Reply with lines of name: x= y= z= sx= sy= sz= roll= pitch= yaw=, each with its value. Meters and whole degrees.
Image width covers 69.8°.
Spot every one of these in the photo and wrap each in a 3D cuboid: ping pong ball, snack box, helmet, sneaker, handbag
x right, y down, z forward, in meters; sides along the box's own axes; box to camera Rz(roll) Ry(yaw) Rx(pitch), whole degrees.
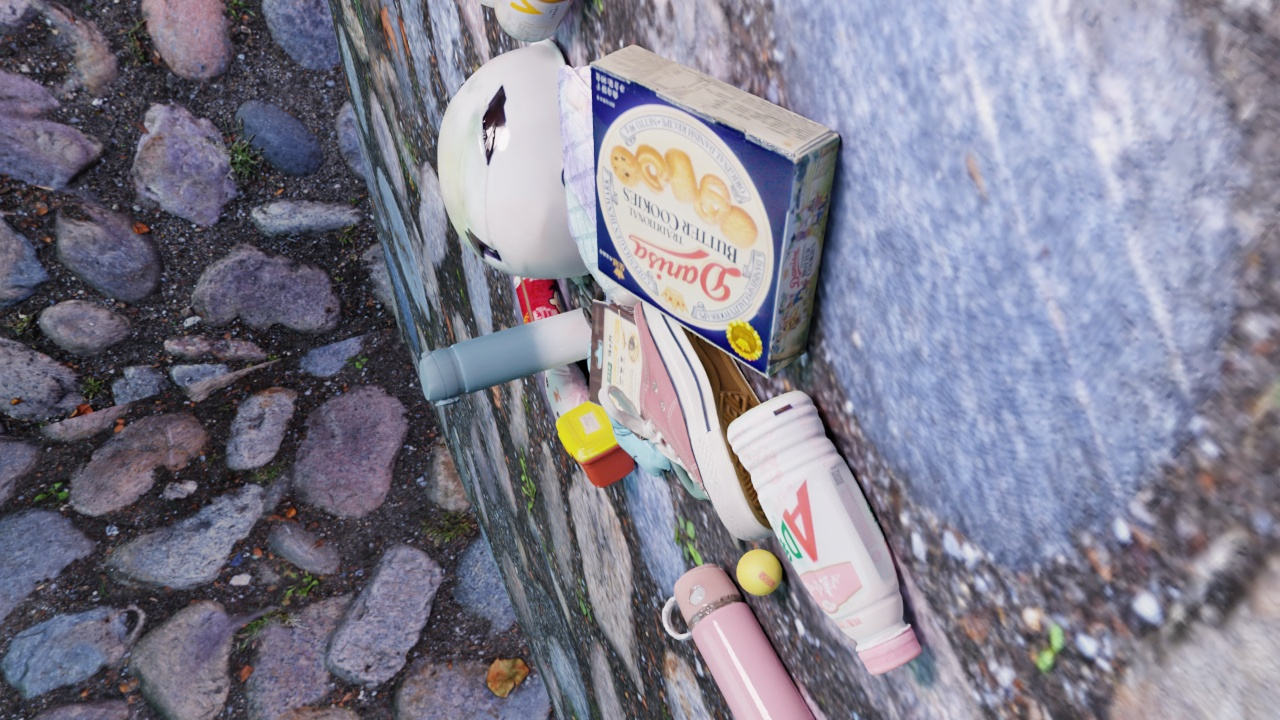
ping pong ball: x=0.106 y=0.189 z=0.819 sx=0.040 sy=0.040 sz=0.040 roll=162 pitch=90 yaw=-72
snack box: x=-0.005 y=0.005 z=0.911 sx=0.126 sy=0.053 sz=0.113 roll=-143 pitch=54 yaw=-63
helmet: x=-0.145 y=-0.206 z=1.001 sx=0.229 sy=0.145 sz=0.259 roll=-131 pitch=29 yaw=-49
snack box: x=-0.051 y=0.104 z=1.140 sx=0.091 sy=0.082 sz=0.080 roll=51 pitch=166 yaw=49
sneaker: x=0.041 y=0.048 z=0.753 sx=0.088 sy=0.118 sz=0.240 roll=-41 pitch=55 yaw=28
handbag: x=-0.014 y=-0.156 z=0.791 sx=0.194 sy=0.075 sz=0.134 roll=91 pitch=154 yaw=-47
snack box: x=0.043 y=-0.103 z=0.642 sx=0.178 sy=0.045 sz=0.183 roll=34 pitch=142 yaw=32

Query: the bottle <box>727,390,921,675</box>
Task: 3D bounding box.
bottle: x=0.132 y=0.120 z=0.646 sx=0.197 sy=0.068 sz=0.068 roll=64 pitch=160 yaw=15

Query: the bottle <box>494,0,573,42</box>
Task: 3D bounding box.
bottle: x=-0.084 y=-0.349 z=0.817 sx=0.190 sy=0.068 sz=0.068 roll=165 pitch=87 yaw=-71

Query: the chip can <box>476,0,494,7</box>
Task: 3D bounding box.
chip can: x=-0.129 y=-0.438 z=0.859 sx=0.215 sy=0.071 sz=0.071 roll=113 pitch=136 yaw=-62

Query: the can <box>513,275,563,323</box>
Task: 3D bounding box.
can: x=-0.130 y=-0.067 z=1.214 sx=0.053 sy=0.053 sz=0.132 roll=110 pitch=146 yaw=-62

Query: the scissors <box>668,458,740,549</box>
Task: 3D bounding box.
scissors: x=0.059 y=0.109 z=0.915 sx=0.175 sy=0.019 sz=0.176 roll=70 pitch=161 yaw=2

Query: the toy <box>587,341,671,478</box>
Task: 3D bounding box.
toy: x=-0.013 y=0.049 z=1.019 sx=0.161 sy=0.049 sz=0.157 roll=48 pitch=150 yaw=33

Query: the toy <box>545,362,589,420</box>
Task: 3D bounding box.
toy: x=-0.100 y=0.055 z=1.268 sx=0.160 sy=0.054 sz=0.121 roll=127 pitch=124 yaw=-74

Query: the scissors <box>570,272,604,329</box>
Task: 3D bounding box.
scissors: x=-0.077 y=-0.106 z=1.119 sx=0.151 sy=0.014 sz=0.170 roll=128 pitch=126 yaw=-67

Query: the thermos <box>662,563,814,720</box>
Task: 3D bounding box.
thermos: x=0.092 y=0.300 z=0.899 sx=0.067 sy=0.087 sz=0.198 roll=35 pitch=-162 yaw=-54

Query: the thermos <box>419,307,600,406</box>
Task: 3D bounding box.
thermos: x=-0.158 y=-0.005 z=1.111 sx=0.070 sy=0.220 sz=0.070 roll=52 pitch=152 yaw=43
